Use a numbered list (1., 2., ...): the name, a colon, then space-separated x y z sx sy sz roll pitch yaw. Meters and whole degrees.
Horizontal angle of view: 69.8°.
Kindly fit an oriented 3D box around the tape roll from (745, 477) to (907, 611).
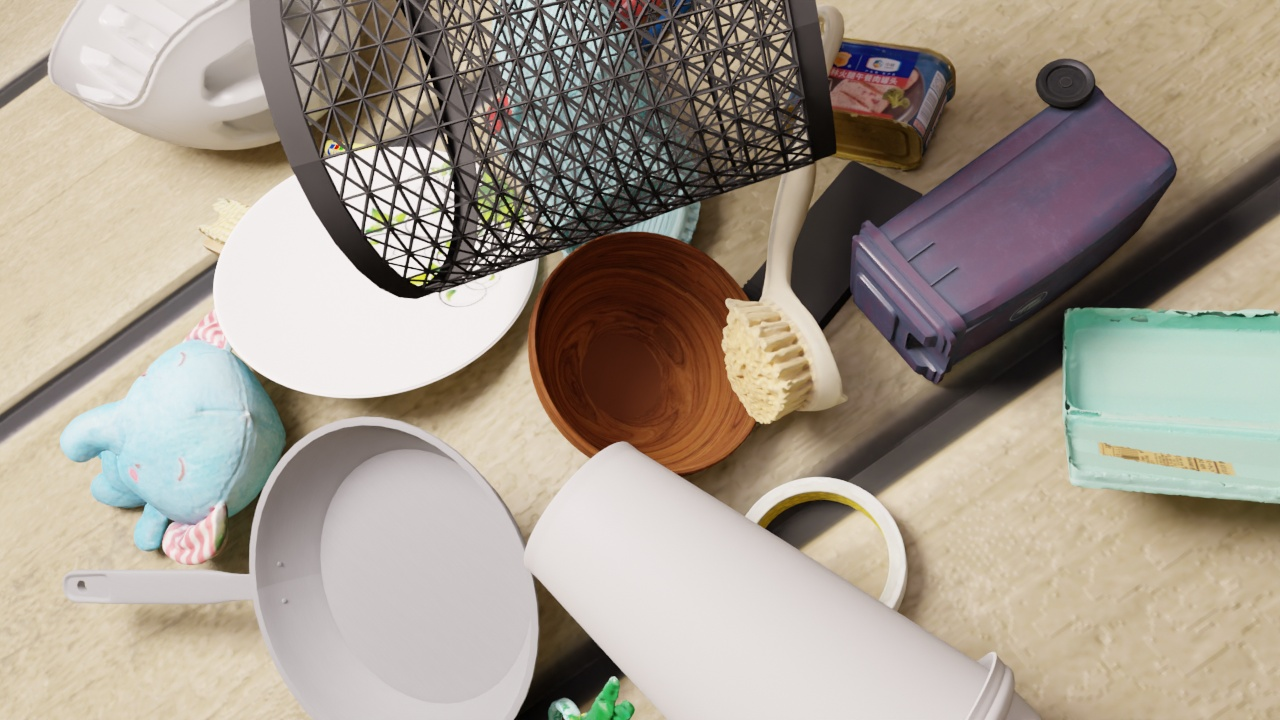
1. tape roll: 0.098 0.111 0.504 0.094 0.019 0.094 -8 63 16

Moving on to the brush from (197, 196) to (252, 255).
1. brush: -0.307 -0.098 0.739 0.117 0.039 0.049 23 74 26

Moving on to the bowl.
1. bowl: -0.003 0.003 0.553 0.147 0.069 0.147 7 71 -21

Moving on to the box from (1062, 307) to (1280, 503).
1. box: 0.310 0.027 0.451 0.187 0.057 0.137 3 48 22

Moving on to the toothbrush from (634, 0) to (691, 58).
1. toothbrush: 0.015 -0.264 0.718 0.190 0.016 0.017 -49 46 -8

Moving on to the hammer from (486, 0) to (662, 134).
1. hammer: 0.002 -0.282 0.709 0.316 0.036 0.126 -43 41 1

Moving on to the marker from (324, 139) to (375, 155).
1. marker: -0.204 -0.167 0.750 0.132 0.014 0.014 13 70 25

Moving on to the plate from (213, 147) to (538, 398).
1. plate: -0.188 -0.064 0.669 0.229 0.030 0.229 0 57 0

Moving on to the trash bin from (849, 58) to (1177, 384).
1. trash bin: 0.198 -0.072 0.516 0.161 0.094 0.092 -36 68 -2

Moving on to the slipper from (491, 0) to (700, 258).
1. slipper: -0.043 -0.174 0.637 0.116 0.069 0.276 -25 72 10

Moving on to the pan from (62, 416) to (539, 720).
1. pan: -0.211 0.135 0.553 0.357 0.050 0.201 -4 94 25

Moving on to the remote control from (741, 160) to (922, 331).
1. remote control: 0.118 -0.066 0.586 0.058 0.013 0.133 37 81 30

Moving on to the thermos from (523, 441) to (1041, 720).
1. thermos: 0.054 0.135 0.427 0.222 0.131 0.131 36 81 20

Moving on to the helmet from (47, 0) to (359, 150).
1. helmet: -0.370 -0.283 0.766 0.282 0.184 0.223 13 64 17

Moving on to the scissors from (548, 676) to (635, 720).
1. scissors: -0.026 0.184 0.464 0.014 0.131 0.071 -12 49 -28

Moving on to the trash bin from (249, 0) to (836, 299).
1. trash bin: -0.033 -0.163 0.489 0.243 0.217 0.216 -10 62 12

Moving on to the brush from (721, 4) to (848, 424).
1. brush: 0.094 -0.094 0.542 0.062 0.077 0.271 -18 60 57

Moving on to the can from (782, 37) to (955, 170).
1. can: 0.148 -0.169 0.602 0.100 0.054 0.059 18 73 26

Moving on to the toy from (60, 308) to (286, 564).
1. toy: -0.337 0.055 0.641 0.181 0.114 0.183 -13 71 25
